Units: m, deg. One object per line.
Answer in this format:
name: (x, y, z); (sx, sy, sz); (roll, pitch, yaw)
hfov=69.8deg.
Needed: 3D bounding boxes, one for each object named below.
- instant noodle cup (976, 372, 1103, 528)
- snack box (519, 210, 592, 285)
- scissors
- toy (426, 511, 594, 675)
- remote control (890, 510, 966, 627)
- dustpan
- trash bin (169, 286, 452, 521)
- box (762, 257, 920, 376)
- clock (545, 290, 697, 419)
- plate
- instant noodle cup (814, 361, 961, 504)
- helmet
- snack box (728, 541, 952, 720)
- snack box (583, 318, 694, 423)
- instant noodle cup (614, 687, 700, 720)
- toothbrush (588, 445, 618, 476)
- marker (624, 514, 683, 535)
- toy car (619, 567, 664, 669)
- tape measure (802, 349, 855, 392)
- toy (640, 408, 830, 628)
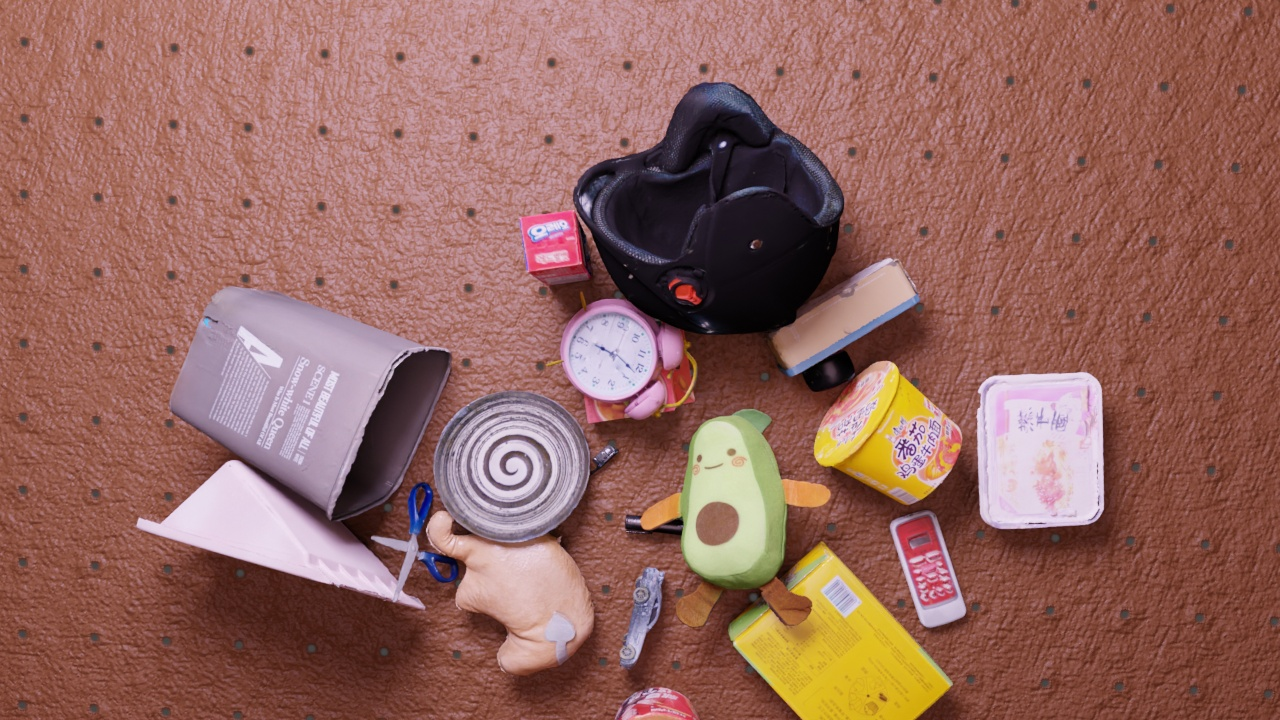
instant noodle cup: (0.449, 0.101, 1.053); (0.138, 0.060, 0.173); (-3, 92, 1)
snack box: (-0.087, -0.115, 0.976); (0.058, 0.207, 0.057); (-9, 91, 0)
scissors: (-0.251, 0.208, 1.035); (0.012, 0.175, 0.162); (-17, 134, 13)
toy: (-0.147, 0.251, 1.061); (0.143, 0.082, 0.226); (-36, 90, -11)
remote control: (0.339, 0.246, 1.083); (0.056, 0.020, 0.136); (-18, 93, 1)
dustpan: (-0.398, 0.222, 0.993); (0.273, 0.222, 0.138); (39, 81, 25)
trash bin: (-0.358, 0.034, 1.002); (0.220, 0.198, 0.199); (25, 93, 5)
box: (0.217, -0.046, 1.034); (0.184, 0.089, 0.059); (-33, 93, 5)
clock: (-0.014, -0.001, 1.008); (0.158, 0.060, 0.117); (24, 95, -2)
plate: (-0.148, 0.121, 1.061); (0.179, 0.024, 0.179); (1, 71, -4)
instant noodle cup: (0.280, 0.086, 1.023); (0.110, 0.138, 0.138); (33, 93, -9)
helmet: (0.073, -0.137, 0.959); (0.275, 0.233, 0.231); (-6, 132, 0)
snack box: (0.228, 0.341, 1.065); (0.158, 0.070, 0.210); (-43, 92, 3)
snack box: (-0.006, 0.006, 1.062); (0.127, 0.044, 0.113); (-10, 93, 1)
instant noodle cup: (0.019, 0.448, 1.055); (0.138, 0.108, 0.138); (0, 94, 1)
toothbrush: (-0.103, 0.160, 1.088); (0.189, 0.014, 0.017); (-38, 85, 3)
marker: (0.047, 0.199, 1.084); (0.132, 0.020, 0.022); (5, 67, 1)
toy car: (0.001, 0.302, 1.074); (0.037, 0.054, 0.120); (16, 94, 2)
tape measure: (0.214, 0.010, 1.052); (0.058, 0.057, 0.039); (-21, 92, 10)
toy: (0.104, 0.174, 1.030); (0.227, 0.090, 0.246); (-10, 73, 19)
